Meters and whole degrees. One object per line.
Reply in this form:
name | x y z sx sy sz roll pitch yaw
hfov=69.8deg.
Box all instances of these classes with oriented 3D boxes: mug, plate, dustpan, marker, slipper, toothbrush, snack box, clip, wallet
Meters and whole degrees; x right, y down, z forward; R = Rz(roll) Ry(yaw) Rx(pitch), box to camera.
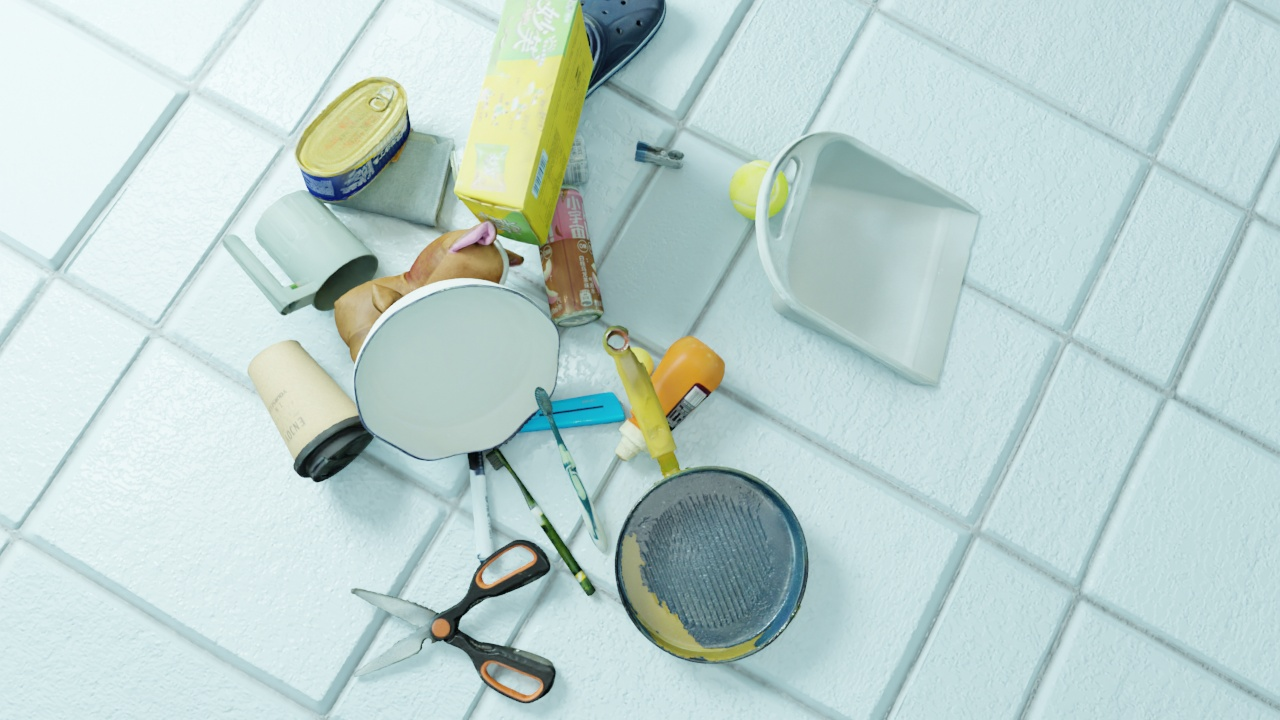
mug | -0.354 -0.109 0.957 0.103 0.084 0.123 47 43 8
plate | -0.180 0.006 0.901 0.204 0.205 0.045 -29 44 -8
dustpan | 0.240 -0.121 0.974 0.258 0.143 0.222 17 79 2
marker | -0.169 0.147 0.962 0.018 0.022 0.130 -12 78 21
slipper | -0.078 -0.352 1.025 0.105 0.095 0.252 43 84 3
toothbrush | -0.106 0.170 0.965 0.017 0.012 0.186 -35 83 -3
snack box | -0.109 -0.233 0.903 0.070 0.157 0.210 14 86 3
clip | 0.021 -0.231 1.042 0.058 0.026 0.036 11 71 -5
toothbrush | -0.070 0.115 0.944 0.016 0.018 0.191 -24 102 -13
wallet | -0.278 -0.212 1.016 0.130 0.037 0.106 12 80 -1

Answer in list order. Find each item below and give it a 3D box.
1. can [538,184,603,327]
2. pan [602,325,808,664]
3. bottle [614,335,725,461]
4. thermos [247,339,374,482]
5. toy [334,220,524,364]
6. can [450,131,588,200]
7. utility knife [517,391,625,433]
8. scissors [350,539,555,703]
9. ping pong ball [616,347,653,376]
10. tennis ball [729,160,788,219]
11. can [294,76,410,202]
can | -0.080 -0.113 0.996 0.058 0.058 0.147 -11 80 -5
pan | 0.041 0.132 0.927 0.197 0.078 0.357 -23 87 -5
bottle | 0.025 0.046 0.973 0.067 0.067 0.149 39 87 4
thermos | -0.338 0.051 0.940 0.093 0.093 0.143 -38 76 -9
toy | -0.210 -0.060 0.937 0.199 0.140 0.130 -39 85 -3
can | -0.132 -0.214 1.012 0.146 0.058 0.058 -9 80 -5
utility knife | -0.128 0.064 0.981 0.223 0.018 0.034 -8 78 -3
scissors | -0.179 0.267 0.935 0.221 0.022 0.232 40 87 2
ping pong ball | -0.006 0.006 0.986 0.040 0.040 0.040 1 79 -3
tennis ball | 0.131 -0.188 1.017 0.065 0.065 0.065 1 79 -3
can | -0.301 -0.234 0.971 0.074 0.049 0.147 28 64 8
